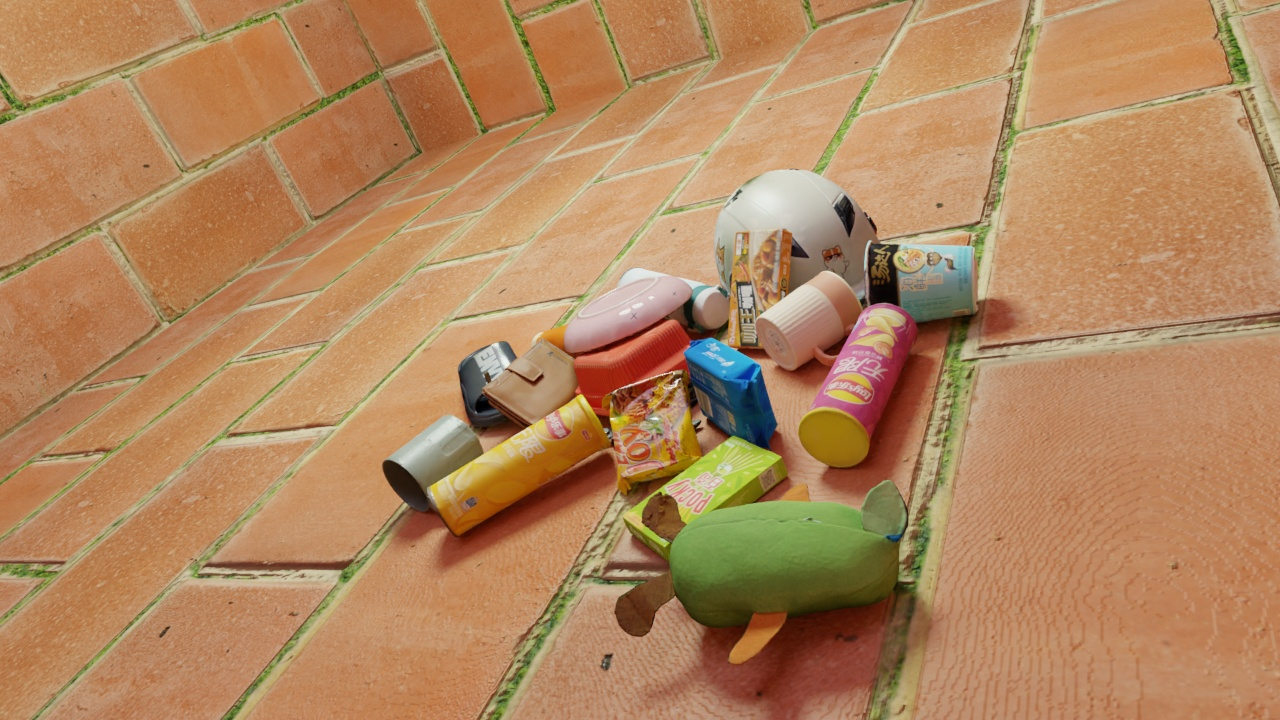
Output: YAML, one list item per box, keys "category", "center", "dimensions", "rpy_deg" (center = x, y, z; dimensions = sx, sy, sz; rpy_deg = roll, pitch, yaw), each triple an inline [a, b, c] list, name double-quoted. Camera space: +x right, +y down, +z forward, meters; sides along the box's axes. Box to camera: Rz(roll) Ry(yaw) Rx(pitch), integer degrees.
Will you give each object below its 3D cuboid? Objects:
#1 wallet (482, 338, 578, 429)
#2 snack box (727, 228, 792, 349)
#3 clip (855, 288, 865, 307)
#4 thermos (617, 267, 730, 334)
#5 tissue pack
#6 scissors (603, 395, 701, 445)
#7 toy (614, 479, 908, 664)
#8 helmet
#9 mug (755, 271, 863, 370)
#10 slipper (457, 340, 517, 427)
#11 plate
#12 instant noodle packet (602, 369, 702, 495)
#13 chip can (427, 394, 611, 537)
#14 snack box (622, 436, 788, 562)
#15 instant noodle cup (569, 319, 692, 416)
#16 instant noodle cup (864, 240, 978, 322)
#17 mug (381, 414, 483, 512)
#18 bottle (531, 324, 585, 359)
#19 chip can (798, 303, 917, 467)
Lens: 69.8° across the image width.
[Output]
- category: "wallet"
  center: [-0.143, 0.033, 1.266]
  dimensions: [0.119, 0.035, 0.130]
  rpy_deg: [35, 53, 15]
- category: "snack box"
  center: [0.154, -0.092, 1.190]
  dimensions: [0.075, 0.153, 0.026]
  rpy_deg: [3, -2, 42]
- category: "clip"
  center: [0.288, -0.081, 1.190]
  dimensions: [0.058, 0.042, 0.026]
  rpy_deg: [-35, 26, -28]
- category: "thermos"
  center: [0.048, -0.089, 1.358]
  dimensions: [0.073, 0.073, 0.224]
  rpy_deg: [-34, 27, -20]
- category: "tissue pack"
  center: [0.104, 0.035, 1.033]
  dimensions: [0.052, 0.095, 0.157]
  rpy_deg: [-24, 25, -14]
- category: "scissors"
  center: [-0.025, 0.084, 1.142]
  dimensions: [0.205, 0.015, 0.202]
  rpy_deg: [-35, 28, -21]
- category: "toy"
  center: [0.103, 0.170, 0.776]
  dimensions: [0.247, 0.090, 0.226]
  rpy_deg: [-7, 31, 25]
- category: "helmet"
  center: [0.208, -0.184, 1.296]
  dimensions: [0.230, 0.157, 0.274]
  rpy_deg: [-27, 25, -6]
- category: "mug"
  center: [0.214, -0.038, 1.111]
  dimensions: [0.105, 0.082, 0.114]
  rpy_deg: [-33, 56, -15]
- category: "slipper"
  center: [-0.231, 0.017, 1.370]
  dimensions: [0.110, 0.083, 0.268]
  rpy_deg: [-30, 26, -8]
- category: "plate"
  center: [-0.023, -0.071, 1.247]
  dimensions: [0.192, 0.039, 0.192]
  rpy_deg: [-24, 14, 6]
- category: "instant noodle packet"
  center: [0.013, 0.080, 1.036]
  dimensions: [0.111, 0.044, 0.128]
  rpy_deg: [-19, 56, 14]
- category: "chip can"
  center: [-0.142, 0.123, 1.083]
  dimensions: [0.213, 0.072, 0.072]
  rpy_deg: [-30, 26, -5]
- category: "snack box"
  center: [0.066, 0.139, 0.941]
  dimensions: [0.156, 0.026, 0.086]
  rpy_deg: [-34, 26, -19]
- category: "instant noodle cup"
  center: [-0.007, 0.007, 1.188]
  dimensions: [0.164, 0.079, 0.189]
  rpy_deg: [-34, 17, -29]
- category: "instant noodle cup"
  center: [0.333, -0.092, 1.079]
  dimensions: [0.121, 0.111, 0.111]
  rpy_deg: [-3, 32, 23]
- category: "mug"
  center: [-0.249, 0.139, 1.169]
  dimensions: [0.124, 0.084, 0.103]
  rpy_deg: [27, 49, 25]
- category: "bottle"
  center: [-0.122, -0.023, 1.386]
  dimensions: [0.066, 0.067, 0.150]
  rpy_deg: [-38, 21, -28]
- category: "chip can"
  center: [0.235, 0.020, 0.972]
  dimensions: [0.072, 0.071, 0.209]
  rpy_deg: [-4, 31, 35]
